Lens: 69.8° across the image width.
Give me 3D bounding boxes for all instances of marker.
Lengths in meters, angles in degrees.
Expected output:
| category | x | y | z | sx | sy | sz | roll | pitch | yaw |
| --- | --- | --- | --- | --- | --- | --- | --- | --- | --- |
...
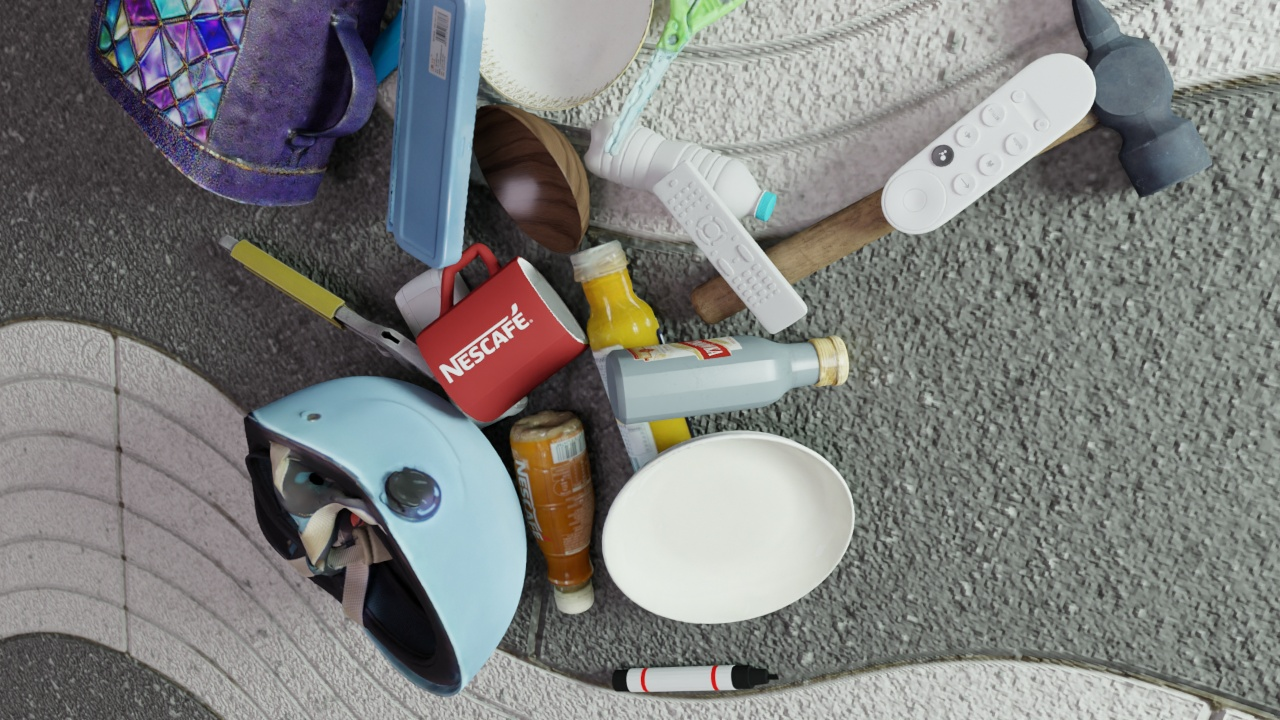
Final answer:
| category | x | y | z | sx | sy | sz | roll | pitch | yaw |
| --- | --- | --- | --- | --- | --- | --- | --- | --- | --- |
| marker | 0.045 | 0.263 | 0.759 | 0.146 | 0.019 | 0.019 | -11 | 101 | 25 |

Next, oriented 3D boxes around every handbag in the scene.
| category | x | y | z | sx | sy | sz | roll | pitch | yaw |
| --- | --- | --- | --- | --- | --- | --- | --- | --- | --- |
| handbag | -0.280 | -0.240 | 0.677 | 0.222 | 0.125 | 0.205 | 38 | 114 | 17 |

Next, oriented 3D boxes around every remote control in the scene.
| category | x | y | z | sx | sy | sz | roll | pitch | yaw |
| --- | --- | --- | --- | --- | --- | --- | --- | --- | --- |
| remote control | 0.061 | -0.075 | 0.614 | 0.033 | 0.012 | 0.131 | -34 | 100 | 39 |
| remote control | -0.148 | -0.009 | 0.755 | 0.060 | 0.025 | 0.138 | -25 | 97 | 26 |
| remote control | 0.203 | -0.126 | 0.544 | 0.137 | 0.013 | 0.043 | -39 | 80 | 27 |

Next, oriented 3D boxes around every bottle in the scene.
| category | x | y | z | sx | sy | sz | roll | pitch | yaw |
| --- | --- | --- | --- | --- | --- | --- | --- | --- | --- |
| bottle | -0.064 | 0.126 | 0.743 | 0.059 | 0.059 | 0.167 | -1 | 108 | 23 |
| bottle | 0.028 | -0.129 | 0.637 | 0.136 | 0.044 | 0.044 | 24 | 113 | 14 |
| bottle | -0.004 | 0.004 | 0.684 | 0.053 | 0.053 | 0.186 | -15 | 99 | 25 |
| bottle | 0.060 | 0.009 | 0.628 | 0.161 | 0.072 | 0.046 | -7 | 102 | -7 |

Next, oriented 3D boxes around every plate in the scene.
| category | x | y | z | sx | sy | sz | roll | pitch | yaw |
| --- | --- | --- | --- | --- | --- | --- | --- | --- | --- |
| plate | 0.062 | 0.118 | 0.670 | 0.182 | 0.034 | 0.183 | -3 | 123 | -4 |

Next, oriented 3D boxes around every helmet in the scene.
| category | x | y | z | sx | sy | sz | roll | pitch | yaw |
| --- | --- | --- | --- | --- | --- | --- | --- | --- | --- |
| helmet | -0.184 | 0.123 | 0.718 | 0.265 | 0.166 | 0.226 | 48 | 145 | 15 |

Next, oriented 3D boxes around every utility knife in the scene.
| category | x | y | z | sx | sy | sz | roll | pitch | yaw |
| --- | --- | --- | --- | --- | --- | --- | --- | --- | --- |
| utility knife | -0.222 | -0.226 | 0.728 | 0.198 | 0.015 | 0.031 | -31 | 89 | 27 |

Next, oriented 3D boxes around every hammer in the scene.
| category | x | y | z | sx | sy | sz | roll | pitch | yaw |
| --- | --- | --- | --- | --- | --- | --- | --- | --- | --- |
| hammer | 0.168 | -0.104 | 0.593 | 0.323 | 0.040 | 0.129 | -27 | 90 | 28 |

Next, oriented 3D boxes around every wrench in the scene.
| category | x | y | z | sx | sy | sz | roll | pitch | yaw |
| --- | --- | --- | --- | --- | --- | --- | --- | --- | --- |
| wrench | -0.262 | -0.047 | 0.764 | 0.273 | 0.084 | 0.018 | 29 | 75 | 22 |

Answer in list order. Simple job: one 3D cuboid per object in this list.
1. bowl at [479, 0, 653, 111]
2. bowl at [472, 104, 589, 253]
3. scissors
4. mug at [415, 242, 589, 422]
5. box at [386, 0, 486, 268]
| category | x | y | z | sx | sy | sz | roll | pitch | yaw |
| --- | --- | --- | --- | --- | --- | --- | --- | --- | --- |
| bowl | -0.049 | -0.244 | 0.623 | 0.145 | 0.063 | 0.145 | 6 | 108 | 21 |
| bowl | -0.072 | -0.136 | 0.663 | 0.119 | 0.032 | 0.119 | 39 | 154 | 23 |
| scissors | 0.022 | -0.212 | 0.608 | 0.065 | 0.033 | 0.174 | 32 | 103 | 3 |
| mug | -0.112 | -0.028 | 0.691 | 0.096 | 0.080 | 0.116 | -37 | 79 | 7 |
| box | -0.160 | -0.178 | 0.657 | 0.126 | 0.039 | 0.210 | 45 | 133 | 39 |
